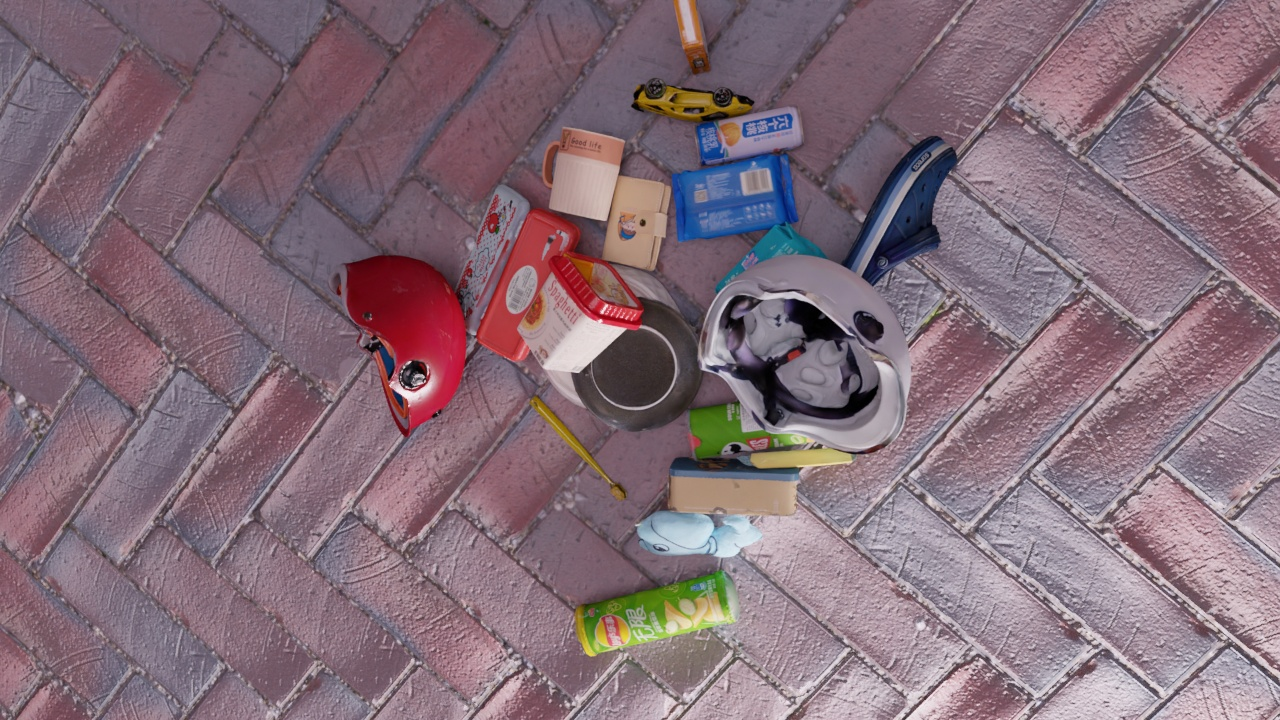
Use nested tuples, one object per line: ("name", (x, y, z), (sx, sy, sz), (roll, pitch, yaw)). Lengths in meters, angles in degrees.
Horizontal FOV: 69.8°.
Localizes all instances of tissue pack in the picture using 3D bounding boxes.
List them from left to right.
("tissue pack", (0.119, -0.207, 1.181), (0.157, 0.052, 0.095), (-9, 93, 10))
("tissue pack", (0.170, -0.104, 1.167), (0.134, 0.050, 0.093), (-44, 123, 14))

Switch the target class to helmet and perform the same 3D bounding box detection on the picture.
("helmet", (-0.300, -0.033, 1.210), (0.143, 0.207, 0.240), (-26, 114, -18))
("helmet", (0.210, -0.023, 1.085), (0.258, 0.145, 0.230), (34, 143, 3))

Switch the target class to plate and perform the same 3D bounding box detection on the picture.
("plate", (-0.044, -0.027, 1.233), (0.205, 0.045, 0.205), (1, 96, 9))
("plate", (-0.007, 0.007, 1.196), (0.179, 0.024, 0.179), (1, 98, 9))

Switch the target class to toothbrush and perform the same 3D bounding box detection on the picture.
("toothbrush", (-0.086, 0.123, 1.272), (0.016, 0.016, 0.190), (-43, 89, 10))

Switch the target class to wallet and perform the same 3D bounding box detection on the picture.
("wallet", (-0.004, -0.181, 1.208), (0.087, 0.024, 0.115), (16, 98, 26))

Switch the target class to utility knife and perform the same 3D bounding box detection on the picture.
("utility knife", (0.207, 0.125, 1.193), (0.167, 0.031, 0.018), (2, 127, -14))

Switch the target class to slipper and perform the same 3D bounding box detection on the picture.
("slipper", (0.317, -0.152, 1.127), (0.095, 0.105, 0.253), (32, 103, 11))

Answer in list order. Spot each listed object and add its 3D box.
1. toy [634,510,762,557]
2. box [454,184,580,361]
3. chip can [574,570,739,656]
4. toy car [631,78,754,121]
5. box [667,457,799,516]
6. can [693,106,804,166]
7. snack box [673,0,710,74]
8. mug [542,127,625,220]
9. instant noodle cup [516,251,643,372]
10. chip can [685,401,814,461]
("toy", (0.069, 0.231, 1.226), (0.156, 0.049, 0.162), (27, 139, -23))
("box", (-0.177, -0.116, 1.216), (0.161, 0.058, 0.201), (32, 107, 23))
("chip can", (0.025, 0.345, 1.254), (0.221, 0.072, 0.072), (-16, 94, 10))
("toy car", (0.066, -0.327, 1.164), (0.156, 0.071, 0.041), (8, 96, 7))
("box", (0.129, 0.165, 1.207), (0.184, 0.089, 0.062), (-1, 96, 7))
("can", (0.138, -0.286, 1.167), (0.135, 0.053, 0.053), (-9, 95, 10))
("snack box", (0.063, -0.401, 1.114), (0.026, 0.153, 0.075), (-11, 95, 9))
("mug", (-0.083, -0.246, 1.200), (0.115, 0.081, 0.106), (19, 102, 33))
("instant noodle cup", (-0.081, -0.055, 1.151), (0.124, 0.116, 0.116), (-49, 60, 22))
("chip can", (0.180, 0.079, 1.195), (0.236, 0.072, 0.072), (-10, 95, 10))
